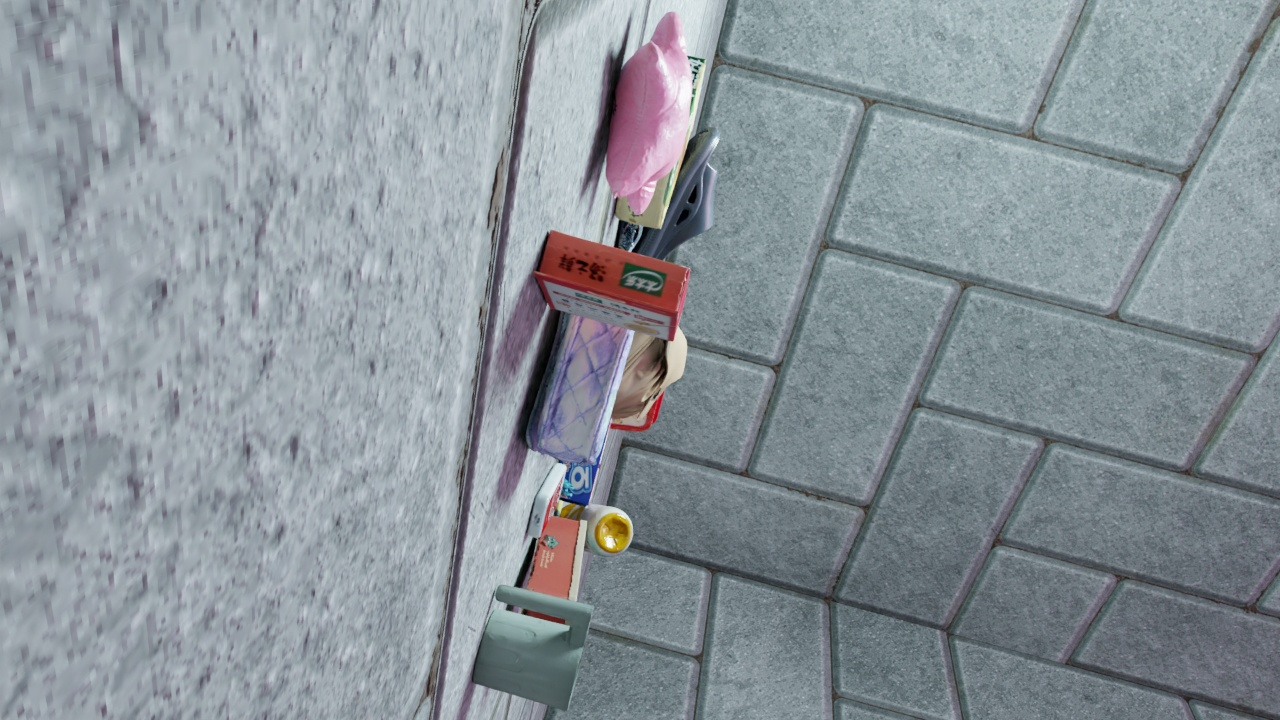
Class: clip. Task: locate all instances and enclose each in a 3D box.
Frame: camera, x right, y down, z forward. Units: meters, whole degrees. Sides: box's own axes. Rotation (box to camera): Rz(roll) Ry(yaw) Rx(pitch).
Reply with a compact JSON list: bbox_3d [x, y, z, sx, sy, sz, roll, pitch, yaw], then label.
[{"bbox_3d":[-0.104,0.170,1.223,0.055,0.013,0.038,13,-92,64],"label":"clip"}]

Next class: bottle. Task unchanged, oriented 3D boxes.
[{"bbox_3d":[-0.076,0.239,1.315,0.190,0.068,0.068,-10,-117,63],"label":"bottle"}]

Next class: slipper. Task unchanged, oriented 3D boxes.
[{"bbox_3d":[0.052,-0.200,1.297,0.269,0.083,0.110,-59,-164,18],"label":"slipper"}]

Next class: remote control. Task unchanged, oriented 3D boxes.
[{"bbox_3d":[-0.114,0.172,1.139,0.135,0.020,0.056,-65,169,-77],"label":"remote control"}]

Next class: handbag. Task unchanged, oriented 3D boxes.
[{"bbox_3d":[-0.052,-0.001,0.874,0.134,0.075,0.193,117,-10,-79],"label":"handbag"},{"bbox_3d":[-0.007,0.006,1.109,0.148,0.100,0.204,-45,169,2],"label":"handbag"}]

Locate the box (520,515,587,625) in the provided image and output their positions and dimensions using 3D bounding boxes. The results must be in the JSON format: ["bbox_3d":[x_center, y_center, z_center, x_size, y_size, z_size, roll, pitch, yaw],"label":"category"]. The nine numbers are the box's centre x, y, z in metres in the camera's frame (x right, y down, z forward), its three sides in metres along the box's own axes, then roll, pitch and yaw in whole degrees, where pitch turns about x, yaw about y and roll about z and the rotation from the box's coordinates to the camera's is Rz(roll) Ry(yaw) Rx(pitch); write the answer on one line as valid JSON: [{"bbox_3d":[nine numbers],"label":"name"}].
[{"bbox_3d":[-0.118,0.277,1.164,0.168,0.079,0.091,-85,-173,-63],"label":"box"}]

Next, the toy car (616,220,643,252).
[{"bbox_3d":[-0.013,-0.181,1.247,0.048,0.031,0.106,-72,177,-53],"label":"toy car"}]

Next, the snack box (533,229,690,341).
[{"bbox_3d":[-0.020,-0.059,0.728,0.127,0.113,0.044,91,15,-81],"label":"snack box"}]

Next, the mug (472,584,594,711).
[{"bbox_3d":[-0.110,0.294,0.954,0.083,0.103,0.124,-70,173,-68],"label":"mug"}]

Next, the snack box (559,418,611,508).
[{"bbox_3d":[-0.071,0.096,1.278,0.058,0.057,0.207,-131,-124,-90],"label":"snack box"}]

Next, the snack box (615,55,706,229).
[{"bbox_3d":[0.029,-0.286,1.173,0.115,0.063,0.239,102,4,-48],"label":"snack box"}]

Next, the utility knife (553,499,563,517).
[{"bbox_3d":[-0.108,0.167,1.349,0.031,0.018,0.151,106,2,-63],"label":"utility knife"}]

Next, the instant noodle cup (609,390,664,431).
[{"bbox_3d":[-0.027,0.028,1.398,0.124,0.116,0.117,-91,-170,-46],"label":"instant noodle cup"}]

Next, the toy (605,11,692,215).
[{"bbox_3d":[0.006,-0.225,0.861,0.195,0.074,0.178,94,13,-60],"label":"toy"}]
